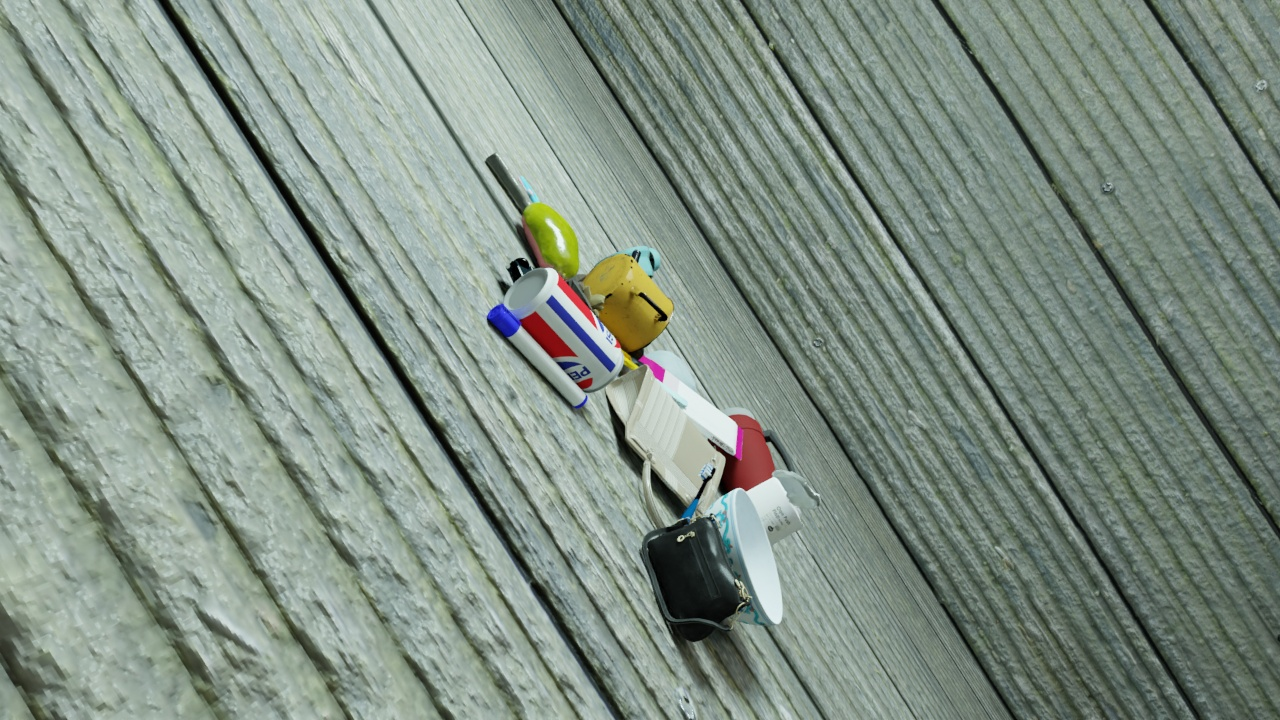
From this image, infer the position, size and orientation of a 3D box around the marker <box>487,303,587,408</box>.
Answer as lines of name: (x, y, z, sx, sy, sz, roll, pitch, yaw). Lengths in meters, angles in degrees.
marker: (-0.101, -0.003, 0.924, 0.141, 0.020, 0.020, 49, 15, -32)

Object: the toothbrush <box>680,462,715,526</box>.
toothbrush: (0.054, 0.164, 1.004, 0.014, 0.014, 0.167, 48, 34, -8)

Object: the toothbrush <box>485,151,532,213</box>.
toothbrush: (-0.144, -0.194, 1.218, 0.022, 0.024, 0.185, -41, 101, -37)

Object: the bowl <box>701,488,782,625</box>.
bowl: (0.090, 0.214, 0.966, 0.143, 0.074, 0.144, -18, 90, -75)

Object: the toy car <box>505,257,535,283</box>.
toy car: (-0.115, -0.076, 1.017, 0.046, 0.034, 0.112, 63, 13, 22)

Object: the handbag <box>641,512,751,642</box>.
handbag: (0.055, 0.205, 0.878, 0.054, 0.079, 0.128, 41, 20, -47)

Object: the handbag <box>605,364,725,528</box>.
handbag: (0.031, 0.132, 1.057, 0.175, 0.062, 0.197, 50, 23, -29)

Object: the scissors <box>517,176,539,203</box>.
scissors: (-0.143, -0.205, 1.267, 0.140, 0.015, 0.111, 55, 12, 15)

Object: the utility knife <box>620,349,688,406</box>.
utility knife: (-0.007, 0.007, 1.204, 0.223, 0.019, 0.030, 40, 24, -37)

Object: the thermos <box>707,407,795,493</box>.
thermos: (0.167, 0.160, 1.339, 0.198, 0.108, 0.084, -105, 177, -47)

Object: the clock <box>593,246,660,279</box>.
clock: (-0.018, -0.139, 1.405, 0.124, 0.090, 0.053, -6, 75, -64)

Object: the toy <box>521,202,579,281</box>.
toy: (-0.111, -0.148, 1.163, 0.090, 0.051, 0.109, 39, 25, -47)

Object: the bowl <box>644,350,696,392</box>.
bowl: (0.051, 0.026, 1.374, 0.106, 0.039, 0.106, 53, 14, -19)

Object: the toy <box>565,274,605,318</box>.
toy: (-0.066, -0.052, 1.094, 0.076, 0.062, 0.100, 177, -110, -80)

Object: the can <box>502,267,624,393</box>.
can: (-0.079, -0.030, 0.957, 0.132, 0.070, 0.070, 49, 16, -33)

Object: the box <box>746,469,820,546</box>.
box: (0.163, 0.192, 1.176, 0.080, 0.143, 0.089, 61, 2, -10)

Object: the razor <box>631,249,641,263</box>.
razor: (-0.022, -0.103, 1.303, 0.043, 0.022, 0.144, 48, 48, -37)

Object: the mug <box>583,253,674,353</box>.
mug: (-0.017, -0.076, 1.201, 0.094, 0.100, 0.124, 47, -21, -30)

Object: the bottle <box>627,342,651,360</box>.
bottle: (-0.004, -0.040, 1.297, 0.055, 0.055, 0.174, 53, 15, -17)

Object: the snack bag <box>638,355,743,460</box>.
snack bag: (0.069, 0.065, 1.288, 0.196, 0.016, 0.070, 37, 33, -16)
